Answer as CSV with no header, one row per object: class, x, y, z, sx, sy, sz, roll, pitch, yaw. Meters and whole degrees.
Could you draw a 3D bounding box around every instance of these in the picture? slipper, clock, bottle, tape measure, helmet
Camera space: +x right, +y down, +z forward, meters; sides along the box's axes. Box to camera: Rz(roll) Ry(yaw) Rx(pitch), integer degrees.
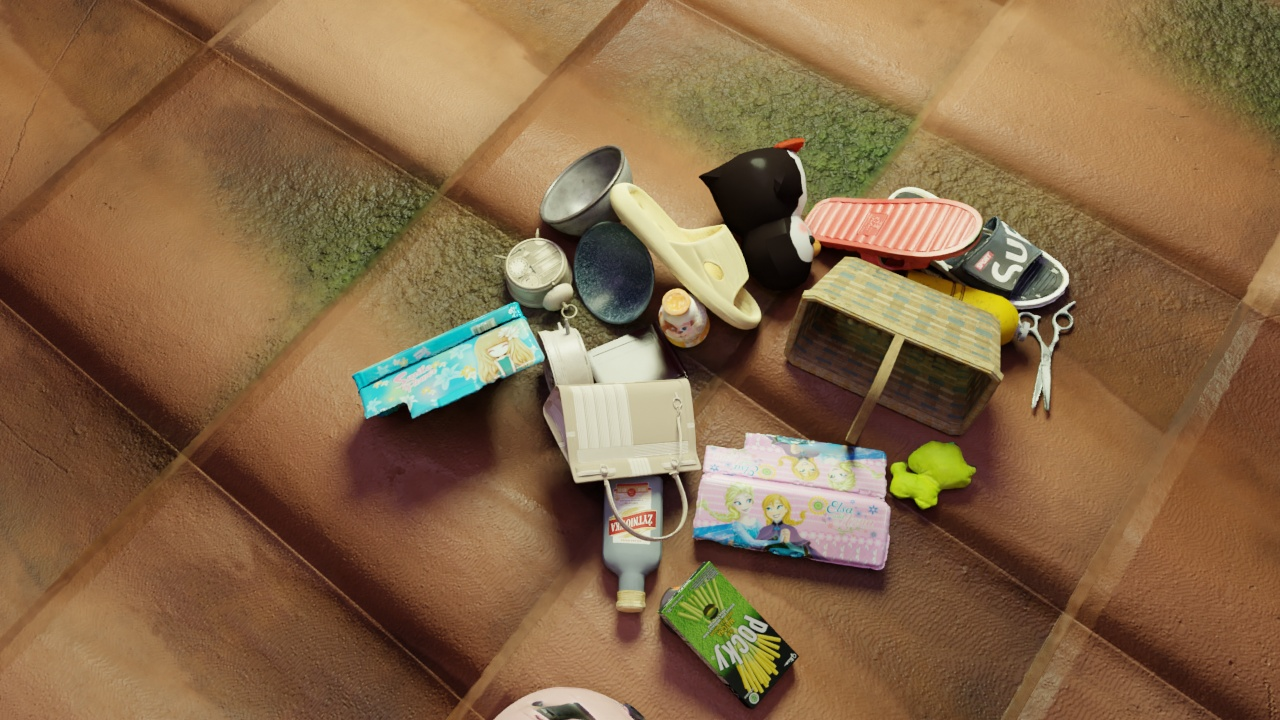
slipper,0.331,-0.164,1.217,0.249,0.059,0.103,13,64,41
slipper,0.073,-0.147,1.183,0.261,0.111,0.079,42,117,-5
clock,-0.131,-0.111,1.249,0.093,0.055,0.141,-34,67,-12
bottle,0.054,-0.057,1.184,0.063,0.109,0.063,-3,74,9
tape measure,0.051,0.291,1.073,0.059,0.038,0.058,30,71,15
bottle,0.418,-0.061,1.192,0.164,0.071,0.071,19,69,11
clock,-0.086,0.027,1.173,0.061,0.103,0.157,-15,92,-11
bottle,-0.010,0.218,1.104,0.072,0.046,0.161,0,67,2
slipper,0.448,-0.158,1.238,0.264,0.063,0.111,34,72,19
helmet,-0.080,0.460,0.953,0.230,0.153,0.255,-33,63,-8

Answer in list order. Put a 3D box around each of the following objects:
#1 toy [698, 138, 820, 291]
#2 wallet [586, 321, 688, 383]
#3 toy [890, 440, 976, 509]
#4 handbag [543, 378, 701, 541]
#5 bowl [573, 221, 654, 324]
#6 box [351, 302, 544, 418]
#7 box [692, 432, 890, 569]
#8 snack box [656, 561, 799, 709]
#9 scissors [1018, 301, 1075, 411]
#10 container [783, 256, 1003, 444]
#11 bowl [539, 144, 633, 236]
toy,0.164,-0.181,1.223,0.140,0.159,0.184,-14,84,-17
wallet,-0.007,0.007,1.213,0.115,0.018,0.091,-24,67,-10
toy,0.357,0.139,1.126,0.094,0.036,0.093,22,74,19
handbag,-0.006,0.122,1.094,0.175,0.062,0.197,-2,60,-27
bowl,-0.021,-0.121,1.236,0.137,0.137,0.057,47,37,19
box,-0.242,0.005,1.150,0.227,0.170,0.085,-25,101,-8
box,0.186,0.160,1.113,0.230,0.063,0.160,8,67,6
snack box,0.099,0.311,1.044,0.080,0.025,0.147,-43,88,-18
scissors,0.538,-0.009,1.193,0.118,0.014,0.161,-12,64,-2
container,0.300,0.007,1.126,0.250,0.158,0.185,25,59,13
bowl,-0.063,-0.223,1.269,0.145,0.067,0.144,-27,38,23
